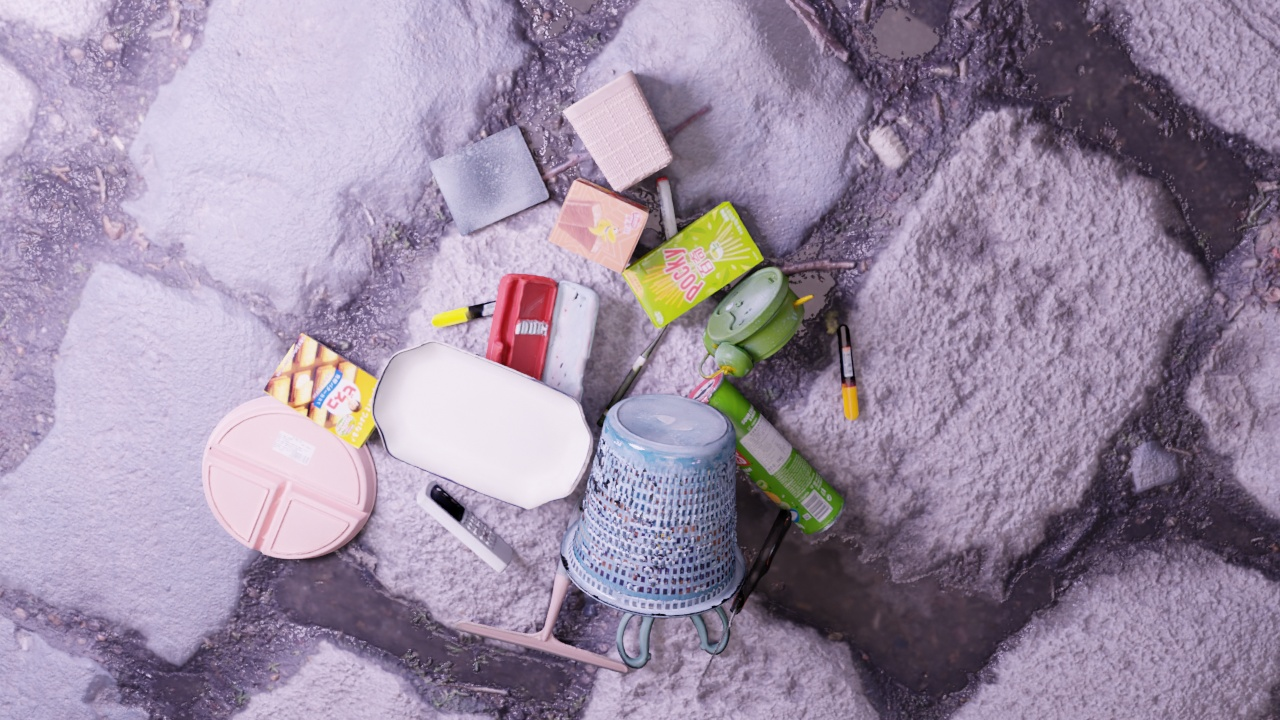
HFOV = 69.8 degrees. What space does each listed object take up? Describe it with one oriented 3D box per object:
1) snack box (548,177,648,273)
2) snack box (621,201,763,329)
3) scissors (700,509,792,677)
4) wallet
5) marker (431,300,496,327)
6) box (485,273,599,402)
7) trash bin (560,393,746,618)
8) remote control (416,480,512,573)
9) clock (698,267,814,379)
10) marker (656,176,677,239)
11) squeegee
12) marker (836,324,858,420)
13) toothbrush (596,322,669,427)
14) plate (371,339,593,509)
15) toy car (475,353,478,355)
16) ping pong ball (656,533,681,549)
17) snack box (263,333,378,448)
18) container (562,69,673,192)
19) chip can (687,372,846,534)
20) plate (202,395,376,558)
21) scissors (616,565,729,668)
[{"bbox_3d":[-0.047,-0.161,1.083,0.094,0.092,0.077,24,102,-5],"label":"snack box"},{"bbox_3d":[0.062,-0.115,1.112,0.156,0.026,0.086,-33,105,-2],"label":"snack box"},{"bbox_3d":[0.133,0.284,1.133,0.022,0.233,0.221,27,88,12],"label":"scissors"},{"bbox_3d":[-0.182,-0.217,1.110,0.121,0.019,0.097,-22,105,5],"label":"wallet"},{"bbox_3d":[-0.201,-0.063,1.150,0.124,0.015,0.018,-14,104,1],"label":"marker"},{"bbox_3d":[-0.124,0.001,1.119,0.102,0.100,0.201,1,107,-38],"label":"box"},{"bbox_3d":[0.026,0.154,1.078,0.226,0.226,0.195,7,113,-1],"label":"trash bin"},{"bbox_3d":[-0.227,0.215,1.196,0.150,0.058,0.021,43,97,-10],"label":"remote control"},{"bbox_3d":[0.128,-0.040,1.102,0.161,0.116,0.056,-44,110,7],"label":"clock"},{"bbox_3d":[0.039,-0.151,1.124,0.017,0.017,0.145,-10,104,3],"label":"marker"},{"bbox_3d":[-0.105,0.292,1.225,0.247,0.040,0.250,16,103,-3],"label":"squeegee"},{"bbox_3d":[0.263,0.015,1.165,0.018,0.015,0.124,-8,101,1],"label":"marker"},{"bbox_3d":[-0.007,0.007,1.166,0.017,0.012,0.186,32,102,-1],"label":"toothbrush"},{"bbox_3d":[-0.187,0.075,1.099,0.265,0.034,0.162,22,104,-5],"label":"plate"},{"bbox_3d":[-0.231,0.063,1.153,0.041,0.071,0.156,12,106,0],"label":"toy car"},{"bbox_3d":[0.041,0.235,1.207,0.040,0.040,0.040,0,104,0],"label":"ping pong ball"},{"bbox_3d":[-0.389,0.039,1.157,0.140,0.034,0.087,34,84,-9],"label":"snack box"},{"bbox_3d":[-0.022,-0.263,1.061,0.090,0.090,0.111,-29,105,7],"label":"container"},{"bbox_3d":[0.156,0.120,1.161,0.072,0.072,0.236,-43,100,10],"label":"chip can"},{"bbox_3d":[-0.463,0.158,1.201,0.229,0.028,0.230,0,103,1],"label":"plate"},{"bbox_3d":[0.030,0.355,1.243,0.181,0.019,0.170,-36,101,2],"label":"scissors"}]
